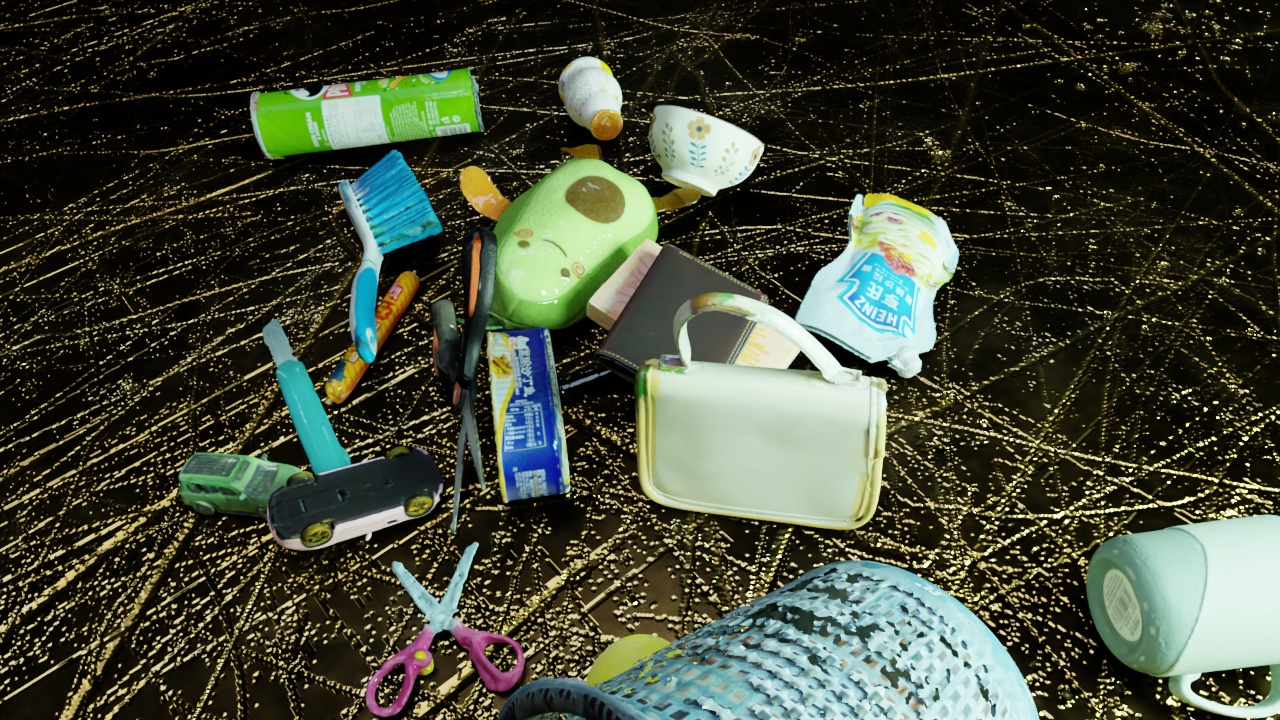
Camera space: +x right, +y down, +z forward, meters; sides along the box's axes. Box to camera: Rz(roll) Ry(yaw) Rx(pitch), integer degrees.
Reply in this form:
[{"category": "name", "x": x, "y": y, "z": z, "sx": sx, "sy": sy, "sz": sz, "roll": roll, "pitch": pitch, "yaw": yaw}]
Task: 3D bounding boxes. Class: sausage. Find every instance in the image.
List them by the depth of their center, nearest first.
[{"category": "sausage", "x": -0.228, "y": -0.023, "z": 0.786, "sx": 0.021, "sy": 0.021, "sz": 0.164, "roll": 9, "pitch": 47, "yaw": 13}]

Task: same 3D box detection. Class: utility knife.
[{"category": "utility knife", "x": -0.272, "y": 0.031, "z": 0.742, "sx": 0.029, "sy": 0.013, "sz": 0.209, "roll": -25, "pitch": 52, "yaw": -18}]

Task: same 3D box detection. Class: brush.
[{"category": "brush", "x": -0.226, "y": -0.101, "z": 0.818, "sx": 0.109, "sy": 0.061, "sz": 0.314, "roll": -26, "pitch": 39, "yaw": -11}]

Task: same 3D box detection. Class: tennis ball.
[{"category": "tennis ball", "x": 0.001, "y": 0.192, "z": 0.530, "sx": 0.065, "sy": 0.066, "sz": 0.065, "roll": -2, "pitch": 46, "yaw": 2}]

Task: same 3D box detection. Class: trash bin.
[{"category": "trash bin", "x": 0.075, "y": 0.203, "z": 0.428, "sx": 0.194, "sy": 0.227, "sz": 0.226, "roll": -24, "pitch": 47, "yaw": -39}]

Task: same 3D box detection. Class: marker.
[{"category": "marker", "x": -0.004, "y": 0.004, "z": 0.743, "sx": 0.132, "sy": 0.022, "sz": 0.020, "roll": -18, "pitch": 12, "yaw": -12}]

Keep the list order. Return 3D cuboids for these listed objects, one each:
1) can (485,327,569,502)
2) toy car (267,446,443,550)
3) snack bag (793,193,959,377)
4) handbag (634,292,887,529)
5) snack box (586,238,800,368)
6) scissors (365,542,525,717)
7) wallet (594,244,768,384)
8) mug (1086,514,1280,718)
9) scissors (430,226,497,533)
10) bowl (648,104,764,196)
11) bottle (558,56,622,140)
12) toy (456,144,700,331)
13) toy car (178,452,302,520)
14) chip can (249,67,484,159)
[{"category": "can", "x": -0.085, "y": 0.037, "z": 0.682, "sx": 0.049, "sy": 0.075, "sz": 0.148, "roll": -7, "pitch": 46, "yaw": -7}, {"category": "toy car", "x": -0.202, "y": 0.100, "z": 0.656, "sx": 0.122, "sy": 0.037, "sz": 0.056, "roll": -14, "pitch": 53, "yaw": -26}, {"category": "snack bag", "x": 0.207, "y": -0.068, "z": 0.777, "sx": 0.110, "sy": 0.039, "sz": 0.190, "roll": 33, "pitch": 50, "yaw": -2}, {"category": "handbag", "x": 0.080, "y": 0.027, "z": 0.607, "sx": 0.163, "sy": 0.179, "sz": 0.063, "roll": 5, "pitch": 42, "yaw": 11}, {"category": "snack box", "x": 0.044, "y": -0.027, "z": 0.734, "sx": 0.157, "sy": 0.026, "sz": 0.084, "roll": 33, "pitch": 62, "yaw": 13}, {"category": "scissors", "x": -0.123, "y": 0.173, "z": 0.595, "sx": 0.128, "sy": 0.017, "sz": 0.133, "roll": 6, "pitch": 43, "yaw": 13}, {"category": "wallet", "x": 0.034, "y": -0.026, "z": 0.705, "sx": 0.096, "sy": 0.020, "sz": 0.122, "roll": 29, "pitch": 61, "yaw": 5}, {"category": "mug", "x": 0.334, "y": 0.153, "z": 0.540, "sx": 0.106, "sy": 0.082, "sz": 0.111, "roll": -7, "pitch": 77, "yaw": -3}, {"category": "scissors", "x": -0.134, "y": 0.002, "z": 0.685, "sx": 0.021, "sy": 0.222, "sz": 0.221, "roll": 9, "pitch": 15, "yaw": -25}, {"category": "bowl", "x": 0.056, "y": -0.198, "z": 0.892, "sx": 0.113, "sy": 0.113, "sz": 0.062, "roll": 23, "pitch": 93, "yaw": 24}, {"category": "bottle", "x": -0.050, "y": -0.280, "z": 0.992, "sx": 0.063, "sy": 0.063, "sz": 0.108, "roll": -14, "pitch": 46, "yaw": -9}, {"category": "toy", "x": -0.057, "y": -0.111, "z": 0.807, "sx": 0.227, "sy": 0.090, "sz": 0.246, "roll": 29, "pitch": 55, "yaw": 8}, {"category": "toy car", "x": -0.292, "y": 0.090, "z": 0.673, "sx": 0.091, "sy": 0.036, "sz": 0.043, "roll": 6, "pitch": 45, "yaw": 5}, {"category": "chip can", "x": -0.291, "y": -0.268, "z": 0.994, "sx": 0.236, "sy": 0.072, "sz": 0.072, "roll": -8, "pitch": 46, "yaw": -5}]
